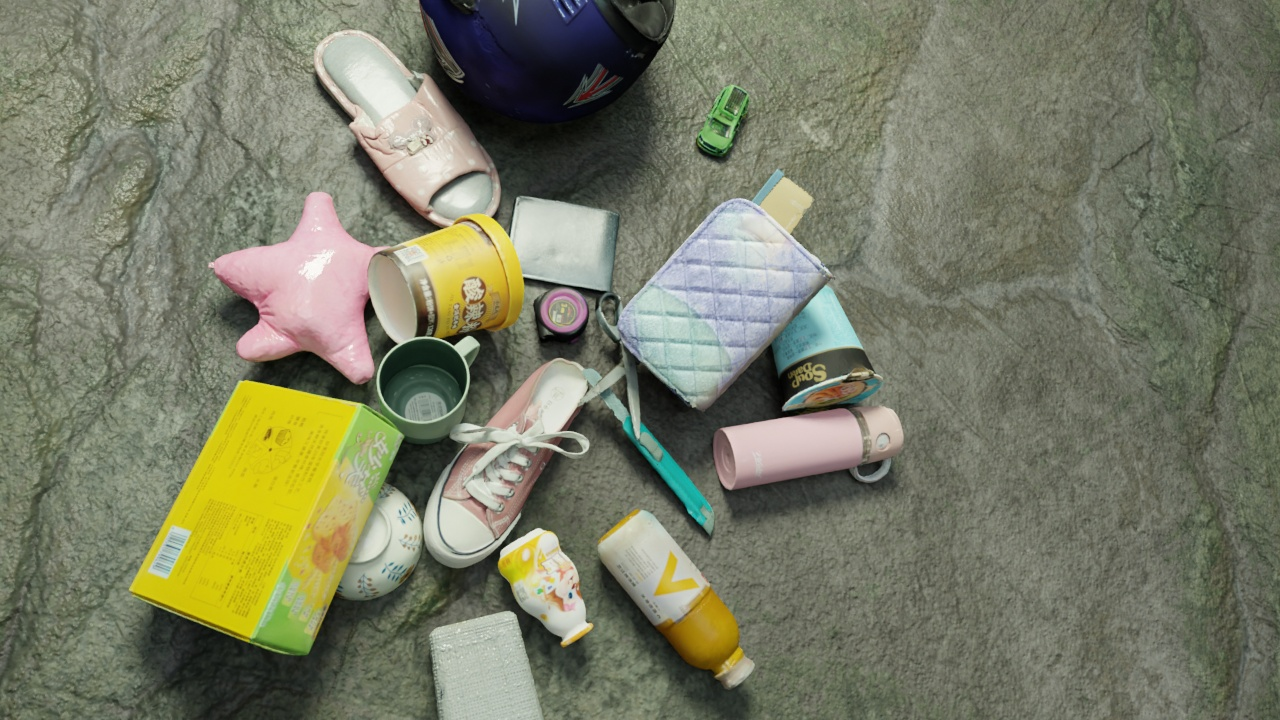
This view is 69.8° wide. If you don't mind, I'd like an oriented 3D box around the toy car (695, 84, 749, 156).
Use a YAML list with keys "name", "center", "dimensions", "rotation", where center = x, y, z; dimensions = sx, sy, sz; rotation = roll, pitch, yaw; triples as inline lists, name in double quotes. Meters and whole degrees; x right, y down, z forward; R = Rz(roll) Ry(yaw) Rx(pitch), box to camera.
- name: "toy car"
  center: [0.100, -0.286, 1.092]
  dimensions: [0.043, 0.036, 0.091]
  rotation: [26, 73, -5]

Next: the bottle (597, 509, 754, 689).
- name: "bottle"
  center: [0.037, 0.234, 0.893]
  dimensions: [0.067, 0.068, 0.189]
  rotation: [-38, 84, -21]

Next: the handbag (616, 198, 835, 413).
- name: "handbag"
  center: [0.079, -0.059, 0.917]
  dimensions: [0.134, 0.075, 0.194]
  rotation: [44, 99, -2]

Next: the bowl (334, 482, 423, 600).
- name: "bowl"
  center: [-0.259, 0.162, 0.852]
  dimensions: [0.113, 0.062, 0.113]
  rotation: [4, 71, -13]

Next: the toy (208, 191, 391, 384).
- name: "toy"
  center: [-0.328, -0.080, 0.904]
  dimensions: [0.178, 0.075, 0.194]
  rotation: [16, 66, -17]

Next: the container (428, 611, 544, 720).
- name: "container"
  center: [-0.141, 0.293, 0.824]
  dimensions: [0.090, 0.090, 0.114]
  rotation: [-9, 72, -17]

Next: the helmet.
- name: "helmet"
  center: [-0.115, -0.406, 0.967]
  dimensions: [0.247, 0.241, 0.315]
  rotation: [8, 69, -58]

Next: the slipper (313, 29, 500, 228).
- name: "slipper"
  center: [-0.251, -0.255, 0.989]
  dimensions: [0.114, 0.055, 0.274]
  rotation: [-36, 83, -21]

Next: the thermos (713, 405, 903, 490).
- name: "thermos"
  center: [0.180, 0.099, 0.977]
  dimensions: [0.198, 0.067, 0.087]
  rotation: [-7, 106, -17]

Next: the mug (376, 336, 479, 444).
- name: "mug"
  center: [-0.199, 0.023, 0.884]
  dimensions: [0.082, 0.106, 0.111]
  rotation: [42, 69, 3]

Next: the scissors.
- name: "scissors"
  center: [-0.009, 0.002, 0.957]
  dimensions: [0.159, 0.014, 0.181]
  rotation: [-2, 61, -31]

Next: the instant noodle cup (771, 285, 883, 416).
- name: "instant noodle cup"
  center: [0.191, -0.014, 0.993]
  dimensions: [0.111, 0.111, 0.120]
  rotation: [-8, 67, -16]

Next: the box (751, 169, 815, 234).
- name: "box"
  center: [0.123, -0.130, 1.019]
  dimensions: [0.060, 0.090, 0.183]
  rotation: [35, 66, 1]

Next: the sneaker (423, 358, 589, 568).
- name: "sneaker"
  center: [-0.125, 0.089, 0.891]
  dimensions: [0.118, 0.088, 0.240]
  rotation: [35, 67, -1]

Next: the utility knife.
- name: "utility knife"
  center: [0.011, 0.091, 0.941]
  dimensions: [0.216, 0.013, 0.029]
  rotation: [50, 47, -7]

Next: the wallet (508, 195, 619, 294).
- name: "wallet"
  center: [-0.086, -0.127, 1.007]
  dimensions: [0.121, 0.019, 0.097]
  rotation: [9, 72, -8]

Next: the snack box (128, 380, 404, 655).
- name: "snack box"
  center: [-0.323, 0.132, 0.803]
  dimensions: [0.158, 0.070, 0.209]
  rotation: [8, 66, 27]

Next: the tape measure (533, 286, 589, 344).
- name: "tape measure"
  center: [-0.083, -0.047, 0.971]
  dimensions: [0.058, 0.039, 0.057]
  rotation: [-11, 76, -11]

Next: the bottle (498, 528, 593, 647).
- name: "bottle"
  center: [-0.087, 0.217, 0.873]
  dimensions: [0.063, 0.063, 0.108]
  rotation: [-30, 82, -20]

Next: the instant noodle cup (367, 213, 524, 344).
- name: "instant noodle cup"
  center: [-0.193, -0.074, 0.895]
  dimensions: [0.114, 0.119, 0.118]
  rotation: [-21, 78, -37]
